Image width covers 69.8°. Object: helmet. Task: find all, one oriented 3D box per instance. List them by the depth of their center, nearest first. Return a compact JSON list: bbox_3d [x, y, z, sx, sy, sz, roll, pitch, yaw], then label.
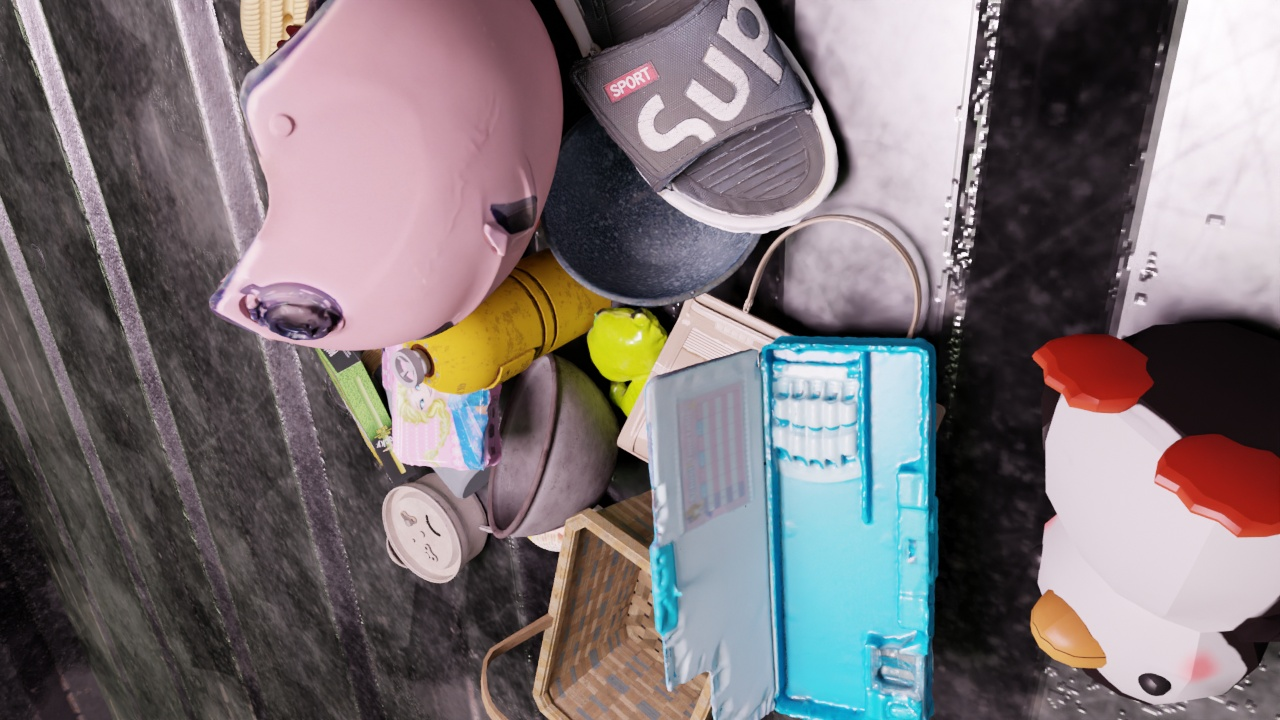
[{"bbox_3d":[-0.131,-0.112,0.513,0.152,0.229,0.256,17,133,-20],"label":"helmet"}]

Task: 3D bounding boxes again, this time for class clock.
[{"bbox_3d":[-0.211,0.170,0.923,0.157,0.061,0.103,-37,87,39],"label":"clock"}]

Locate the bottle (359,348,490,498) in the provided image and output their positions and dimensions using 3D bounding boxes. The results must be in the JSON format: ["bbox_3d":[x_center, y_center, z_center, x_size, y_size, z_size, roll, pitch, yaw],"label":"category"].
[{"bbox_3d":[-0.198,0.049,0.849,0.161,0.046,0.072,48,146,11],"label":"bottle"}]

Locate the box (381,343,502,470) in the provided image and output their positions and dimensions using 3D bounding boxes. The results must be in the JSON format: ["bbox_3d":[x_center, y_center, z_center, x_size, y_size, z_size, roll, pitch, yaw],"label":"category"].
[{"bbox_3d":[-0.174,-0.035,0.721,0.161,0.062,0.230,5,95,38],"label":"box"}]

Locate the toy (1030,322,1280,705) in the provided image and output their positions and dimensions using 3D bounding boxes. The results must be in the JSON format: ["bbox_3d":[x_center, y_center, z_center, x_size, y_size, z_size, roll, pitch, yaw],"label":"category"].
[{"bbox_3d":[0.254,0.081,0.425,0.159,0.140,0.184,-120,20,-49],"label":"toy"}]

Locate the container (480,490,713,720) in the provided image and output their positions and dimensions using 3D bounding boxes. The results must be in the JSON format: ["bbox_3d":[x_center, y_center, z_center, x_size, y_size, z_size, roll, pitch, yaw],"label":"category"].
[{"bbox_3d":[-0.014,0.233,0.686,0.157,0.185,0.251,33,131,25],"label":"container"}]

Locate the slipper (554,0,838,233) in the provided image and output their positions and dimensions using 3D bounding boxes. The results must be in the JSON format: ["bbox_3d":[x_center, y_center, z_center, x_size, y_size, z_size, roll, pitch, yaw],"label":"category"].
[{"bbox_3d":[0.009,-0.184,0.493,0.111,0.063,0.264,-28,89,10],"label":"slipper"}]

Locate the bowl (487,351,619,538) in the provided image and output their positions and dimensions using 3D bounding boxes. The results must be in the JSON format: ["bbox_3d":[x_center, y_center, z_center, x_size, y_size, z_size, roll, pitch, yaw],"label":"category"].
[{"bbox_3d":[-0.062,0.069,0.699,0.145,0.067,0.145,-165,91,-70],"label":"bowl"}]

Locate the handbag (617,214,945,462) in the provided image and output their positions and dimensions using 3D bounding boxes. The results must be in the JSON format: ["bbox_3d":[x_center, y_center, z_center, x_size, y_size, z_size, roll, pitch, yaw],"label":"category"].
[{"bbox_3d":[0.096,0.007,0.550,0.176,0.062,0.198,28,121,18],"label":"handbag"}]

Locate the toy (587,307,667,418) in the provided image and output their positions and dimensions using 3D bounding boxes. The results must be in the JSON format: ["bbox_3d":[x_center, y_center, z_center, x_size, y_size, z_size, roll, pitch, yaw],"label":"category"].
[{"bbox_3d":[-0.004,0.004,0.660,0.093,0.036,0.094,50,140,0],"label":"toy"}]

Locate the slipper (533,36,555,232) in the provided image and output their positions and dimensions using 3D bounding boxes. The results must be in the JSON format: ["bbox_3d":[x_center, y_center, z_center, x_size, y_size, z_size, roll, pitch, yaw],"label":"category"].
[{"bbox_3d":[-0.102,-0.204,0.614,0.104,0.059,0.249,12,119,40],"label":"slipper"}]

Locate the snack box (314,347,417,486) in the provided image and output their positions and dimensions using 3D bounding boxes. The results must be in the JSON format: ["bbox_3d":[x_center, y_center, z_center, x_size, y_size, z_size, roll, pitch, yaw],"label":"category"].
[{"bbox_3d":[-0.265,0.044,0.881,0.080,0.025,0.148,39,152,44],"label":"snack box"}]

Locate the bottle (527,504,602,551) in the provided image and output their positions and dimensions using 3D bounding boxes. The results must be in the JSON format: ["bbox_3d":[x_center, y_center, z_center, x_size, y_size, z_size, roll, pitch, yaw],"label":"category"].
[{"bbox_3d":[-0.064,0.130,0.763,0.109,0.063,0.063,23,127,33],"label":"bottle"}]

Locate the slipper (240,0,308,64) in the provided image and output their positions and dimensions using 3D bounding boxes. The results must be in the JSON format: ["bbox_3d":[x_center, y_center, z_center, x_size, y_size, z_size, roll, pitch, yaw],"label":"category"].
[{"bbox_3d":[-0.219,-0.276,0.662,0.111,0.079,0.262,32,156,-14],"label":"slipper"}]

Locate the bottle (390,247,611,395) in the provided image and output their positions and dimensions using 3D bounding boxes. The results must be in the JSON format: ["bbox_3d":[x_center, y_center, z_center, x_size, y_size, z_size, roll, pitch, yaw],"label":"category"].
[{"bbox_3d":[-0.098,-0.025,0.634,0.071,0.163,0.071,21,126,33],"label":"bottle"}]

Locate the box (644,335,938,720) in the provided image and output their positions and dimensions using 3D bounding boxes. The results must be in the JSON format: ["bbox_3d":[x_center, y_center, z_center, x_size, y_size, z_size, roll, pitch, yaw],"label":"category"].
[{"bbox_3d":[0.083,0.103,0.513,0.085,0.170,0.227,-126,32,-76],"label":"box"}]

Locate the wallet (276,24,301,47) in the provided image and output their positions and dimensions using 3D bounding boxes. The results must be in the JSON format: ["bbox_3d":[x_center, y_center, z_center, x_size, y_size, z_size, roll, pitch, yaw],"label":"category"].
[{"bbox_3d":[-0.200,-0.207,0.681,0.116,0.018,0.091,12,156,17],"label":"wallet"}]

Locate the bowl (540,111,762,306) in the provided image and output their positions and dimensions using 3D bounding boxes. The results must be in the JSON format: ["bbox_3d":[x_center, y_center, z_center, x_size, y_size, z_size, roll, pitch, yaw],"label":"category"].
[{"bbox_3d":[0.011,-0.090,0.563,0.137,0.137,0.057,43,174,16],"label":"bowl"}]
